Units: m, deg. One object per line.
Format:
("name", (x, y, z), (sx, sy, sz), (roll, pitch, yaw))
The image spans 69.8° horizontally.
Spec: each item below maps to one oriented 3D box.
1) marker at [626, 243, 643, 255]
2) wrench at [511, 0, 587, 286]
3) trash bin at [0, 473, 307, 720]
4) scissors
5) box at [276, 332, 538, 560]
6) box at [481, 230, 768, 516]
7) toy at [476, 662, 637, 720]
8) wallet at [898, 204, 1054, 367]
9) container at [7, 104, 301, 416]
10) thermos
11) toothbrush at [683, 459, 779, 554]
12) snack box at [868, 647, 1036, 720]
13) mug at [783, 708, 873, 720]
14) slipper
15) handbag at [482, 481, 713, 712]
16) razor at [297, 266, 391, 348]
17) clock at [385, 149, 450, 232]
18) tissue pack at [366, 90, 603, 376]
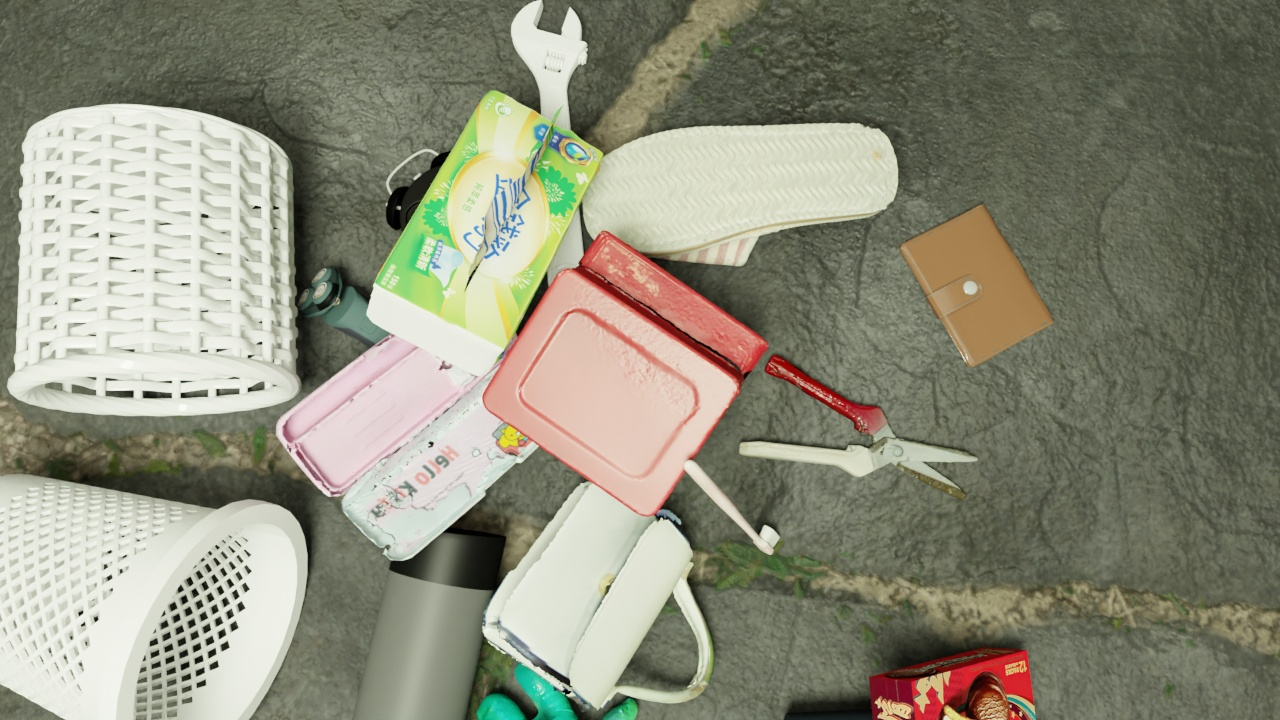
("marker", (0.043, -0.050, 0.761), (0.152, 0.011, 0.011), (36, 81, -12))
("wrench", (-0.073, -0.186, 0.801), (0.066, 0.018, 0.273), (-5, 81, -1))
("trash bin", (-0.385, 0.172, 0.661), (0.200, 0.195, 0.195), (14, 80, 11))
("scissors", (0.173, 0.062, 0.763), (0.179, 0.015, 0.185), (-24, 82, -6))
("box", (-0.160, 0.043, 0.713), (0.153, 0.067, 0.201), (48, 62, 0))
("box", (-0.011, 0.012, 0.696), (0.157, 0.157, 0.170), (35, 80, 6))
("toy", (-0.042, 0.308, 0.682), (0.130, 0.072, 0.193), (-42, 68, -18))
("wallet", (0.288, -0.065, 0.786), (0.087, 0.013, 0.121), (-27, 82, -5))
("container", (-0.357, -0.064, 0.690), (0.189, 0.189, 0.186), (-5, 79, -2))
("thermos", (-0.168, 0.245, 0.692), (0.082, 0.082, 0.240), (12, 80, 1))
("toothbrush", (0.070, 0.109, 0.682), (0.016, 0.181, 0.018), (23, 75, 36))
("snack box", (0.235, 0.289, 0.670), (0.151, 0.036, 0.132), (4, 77, -39))
("mug", (0.153, 0.318, 0.697), (0.077, 0.071, 0.105), (-2, 107, -1))
("slipper", (0.083, -0.140, 0.778), (0.263, 0.052, 0.115), (-8, 82, 2))
("handbag", (-0.009, 0.192, 0.694), (0.176, 0.074, 0.151), (42, 65, -9))
("razor", (-0.215, -0.023, 0.760), (0.143, 0.052, 0.047), (34, 80, -5))
("clock", (-0.162, -0.126, 0.776), (0.091, 0.042, 0.120), (-42, 83, -7))
("tissue pack", (-0.105, -0.105, 0.669), (0.120, 0.142, 0.197), (22, 67, -13))
